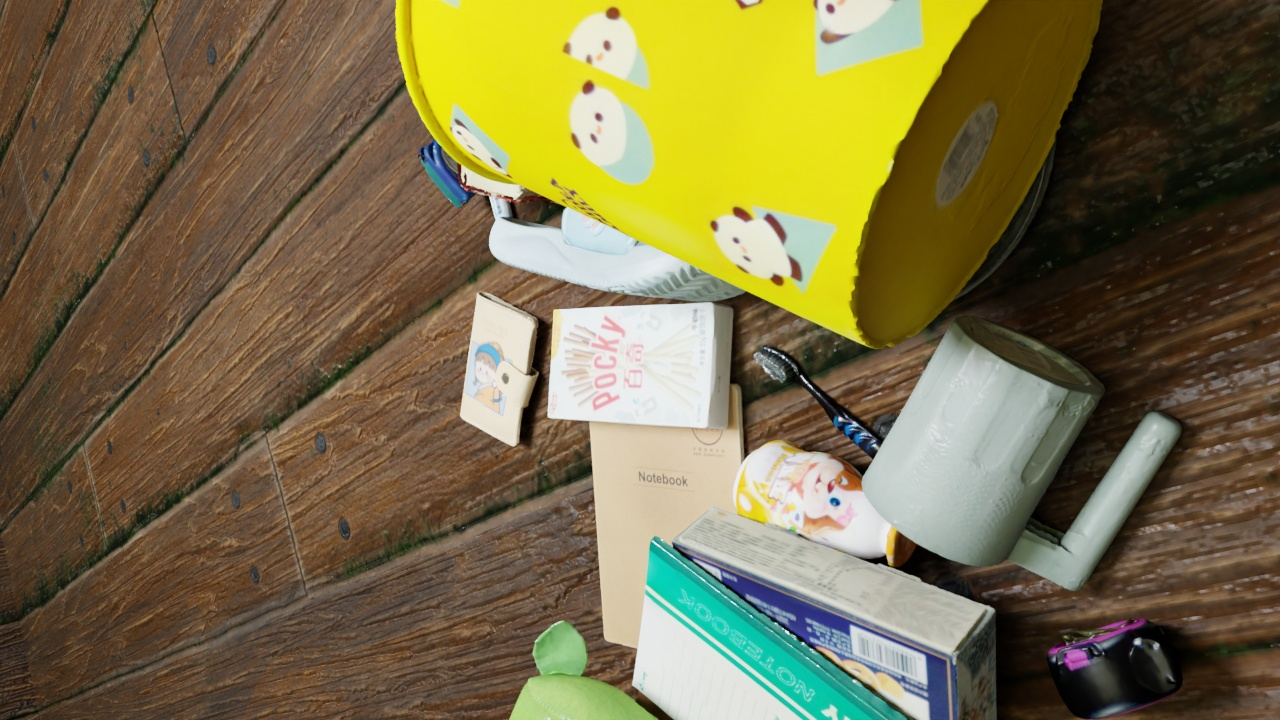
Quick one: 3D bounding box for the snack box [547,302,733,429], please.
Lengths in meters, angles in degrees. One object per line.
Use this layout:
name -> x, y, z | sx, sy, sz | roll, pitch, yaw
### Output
snack box -> -0.004, 0.004, 0.661 | 0.157, 0.026, 0.084 | 0, 86, 41

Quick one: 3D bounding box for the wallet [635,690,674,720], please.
wallet -> 0.028, 0.301, 0.666 | 0.101, 0.020, 0.115 | 36, 132, 33

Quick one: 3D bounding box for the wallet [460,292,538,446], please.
wallet -> -0.118, 0.008, 0.779 | 0.087, 0.024, 0.115 | 28, 112, 42

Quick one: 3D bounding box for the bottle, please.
bottle -> 0.111, 0.088, 0.550 | 0.108, 0.063, 0.063 | 16, 106, 40

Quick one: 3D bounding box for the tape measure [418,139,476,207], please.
tape measure -> -0.155, -0.161, 0.768 | 0.025, 0.054, 0.058 | -25, 110, 39

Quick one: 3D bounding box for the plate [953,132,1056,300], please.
plate -> 0.146, -0.116, 0.520 | 0.180, 0.024, 0.179 | 8, 101, 43

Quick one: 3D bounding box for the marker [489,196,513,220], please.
marker -> -0.124, -0.159, 0.766 | 0.017, 0.016, 0.145 | -21, 81, 42

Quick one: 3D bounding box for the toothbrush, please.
toothbrush -> 0.136, 0.050, 0.554 | 0.189, 0.016, 0.014 | 45, 127, 28

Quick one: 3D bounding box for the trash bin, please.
trash bin -> 0.051, -0.144, 0.447 | 0.255, 0.229, 0.230 | 34, 117, 29

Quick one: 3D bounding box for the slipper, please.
slipper -> -0.016, -0.086, 0.623 | 0.246, 0.103, 0.074 | 16, 100, 48

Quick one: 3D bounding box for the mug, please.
mug -> 0.192, 0.048, 0.470 | 0.124, 0.083, 0.103 | 25, 113, 9

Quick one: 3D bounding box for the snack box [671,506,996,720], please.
snack box -> 0.111, 0.192, 0.536 | 0.178, 0.045, 0.183 | 14, 126, 41

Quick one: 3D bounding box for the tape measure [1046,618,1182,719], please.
tape measure -> 0.232, 0.149, 0.451 | 0.058, 0.057, 0.039 | -30, 69, 26

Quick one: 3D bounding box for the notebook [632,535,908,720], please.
notebook -> 0.079, 0.210, 0.537 | 0.209, 0.012, 0.151 | 31, 135, 31

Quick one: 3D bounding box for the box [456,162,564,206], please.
box -> -0.089, -0.205, 0.687 | 0.091, 0.076, 0.168 | 21, 109, 40

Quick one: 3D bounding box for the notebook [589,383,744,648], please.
notebook -> 0.019, 0.119, 0.676 | 0.148, 0.008, 0.207 | 0, 96, 42

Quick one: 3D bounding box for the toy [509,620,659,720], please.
toy -> 0.008, 0.284, 0.590 | 0.247, 0.089, 0.227 | 31, 149, 28
